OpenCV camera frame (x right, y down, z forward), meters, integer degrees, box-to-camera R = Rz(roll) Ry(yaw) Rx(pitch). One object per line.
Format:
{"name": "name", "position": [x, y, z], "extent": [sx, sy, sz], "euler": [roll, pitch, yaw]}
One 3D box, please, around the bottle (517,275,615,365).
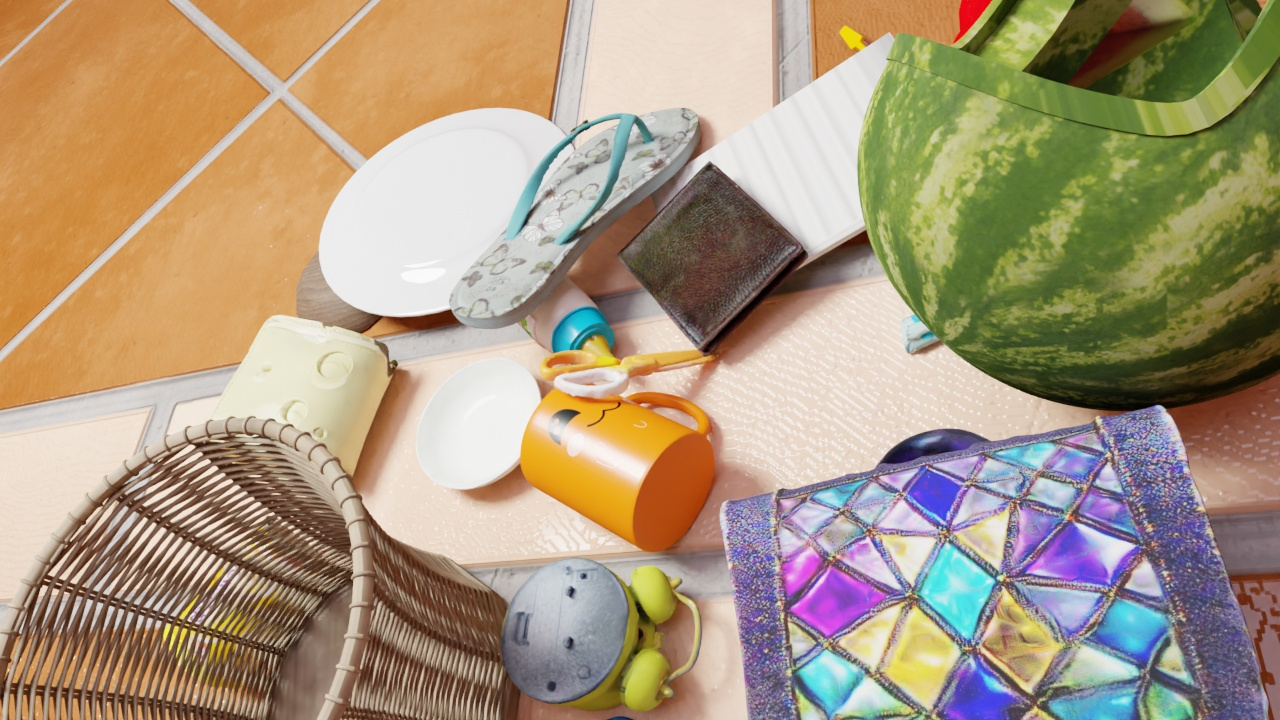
{"name": "bottle", "position": [-0.059, -0.032, 0.672], "extent": [0.051, 0.051, 0.146], "euler": [-44, 52, -4]}

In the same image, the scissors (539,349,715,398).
{"name": "scissors", "position": [-0.002, 0.004, 0.598], "extent": [0.127, 0.013, 0.064], "euler": [-7, 26, -27]}

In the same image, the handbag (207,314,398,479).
{"name": "handbag", "position": [-0.258, 0.032, 0.718], "extent": [0.111, 0.081, 0.119], "euler": [9, 63, 17]}

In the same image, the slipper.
{"name": "slipper", "position": [-0.054, -0.128, 0.686], "extent": [0.098, 0.055, 0.268], "euler": [16, 53, 38]}

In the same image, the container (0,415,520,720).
{"name": "container", "position": [-0.194, 0.174, 0.513], "extent": [0.227, 0.196, 0.226], "euler": [-10, 59, 17]}

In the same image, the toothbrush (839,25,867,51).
{"name": "toothbrush", "position": [0.192, -0.192, 0.656], "extent": [0.031, 0.030, 0.196], "euler": [-50, 44, 26]}

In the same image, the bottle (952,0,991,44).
{"name": "bottle", "position": [0.251, -0.261, 0.663], "extent": [0.036, 0.036, 0.118], "euler": [3, 62, 28]}

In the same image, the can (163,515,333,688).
{"name": "can", "position": [-0.274, 0.170, 0.647], "extent": [0.068, 0.067, 0.105], "euler": [33, 79, 37]}

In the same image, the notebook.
{"name": "notebook", "position": [0.109, -0.129, 0.651], "extent": [0.210, 0.009, 0.142], "euler": [-30, 51, 19]}

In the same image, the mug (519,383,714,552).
{"name": "mug", "position": [-0.003, 0.056, 0.584], "extent": [0.096, 0.078, 0.112], "euler": [23, 42, 35]}

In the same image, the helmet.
{"name": "helmet", "position": [0.236, -0.091, 0.438], "extent": [0.247, 0.243, 0.213], "euler": [-36, 29, 6]}

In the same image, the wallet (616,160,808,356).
{"name": "wallet", "position": [0.047, -0.073, 0.639], "extent": [0.099, 0.031, 0.120], "euler": [-46, 49, 9]}

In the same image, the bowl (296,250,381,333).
{"name": "bowl", "position": [-0.264, -0.074, 0.816], "extent": [0.118, 0.030, 0.117], "euler": [-13, 56, 20]}

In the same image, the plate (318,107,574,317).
{"name": "plate", "position": [-0.170, -0.139, 0.793], "extent": [0.243, 0.016, 0.242], "euler": [-9, 54, 12]}

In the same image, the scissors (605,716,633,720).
{"name": "scissors", "position": [0.015, 0.240, 0.493], "extent": [0.134, 0.011, 0.137], "euler": [-42, 50, 2]}

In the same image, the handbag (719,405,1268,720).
{"name": "handbag", "position": [0.150, 0.117, 0.419], "extent": [0.205, 0.125, 0.221], "euler": [-16, 36, 18]}

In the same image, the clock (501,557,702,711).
{"name": "clock", "position": [-0.022, 0.160, 0.531], "extent": [0.119, 0.057, 0.083], "euler": [-9, 57, 23]}

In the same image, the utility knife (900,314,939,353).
{"name": "utility knife", "position": [0.243, -0.049, 0.552], "extent": [0.181, 0.015, 0.022], "euler": [-23, 83, 10]}

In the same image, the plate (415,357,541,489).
{"name": "plate", "position": [-0.112, 0.049, 0.666], "extent": [0.104, 0.026, 0.104], "euler": [-13, 57, 21]}
